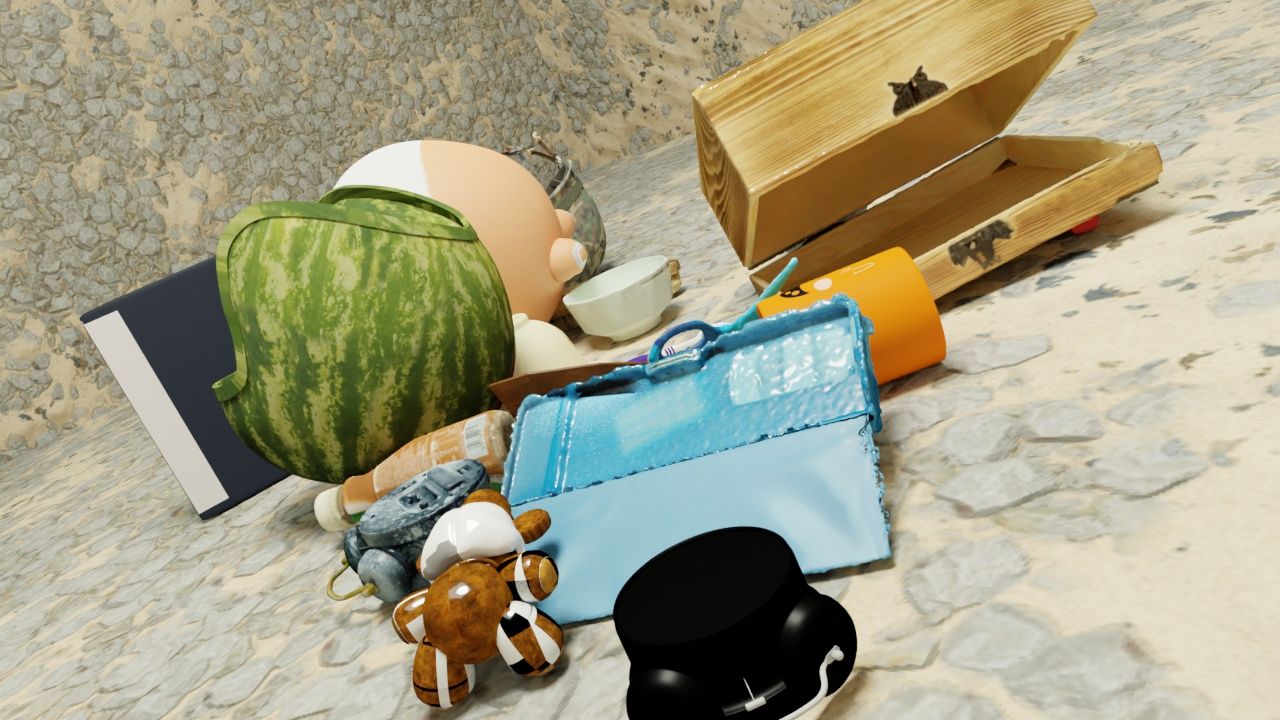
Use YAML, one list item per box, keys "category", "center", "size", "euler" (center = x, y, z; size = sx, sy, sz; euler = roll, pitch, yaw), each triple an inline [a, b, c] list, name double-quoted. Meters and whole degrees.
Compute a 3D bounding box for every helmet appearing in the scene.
- category: "helmet"
  center: [-0.227, -0.013, 0.773]
  size: [0.243, 0.247, 0.213]
  euler: [14, 16, -2]
- category: "helmet"
  center: [-0.162, -0.201, 1.297]
  size: [0.192, 0.236, 0.225]
  euler: [-45, 26, -18]

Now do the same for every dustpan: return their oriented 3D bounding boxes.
- category: "dustpan"
  center: [-0.405, -0.003, 0.995]
  size: [0.272, 0.236, 0.080]
  euler: [-31, 17, -26]

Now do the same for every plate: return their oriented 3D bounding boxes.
- category: "plate"
  center: [-0.052, 0.025, 0.713]
  size: [0.131, 0.025, 0.131]
  euler: [-8, -7, -1]

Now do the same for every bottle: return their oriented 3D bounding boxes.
- category: "bottle"
  center: [-0.167, 0.089, 0.687]
  size: [0.167, 0.059, 0.059]
  euler: [-20, 16, 13]

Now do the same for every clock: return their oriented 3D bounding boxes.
- category: "clock"
  center: [-0.145, 0.112, 0.595]
  size: [0.129, 0.052, 0.090]
  euler: [-29, 17, -22]
- category: "clock"
  center: [0.035, 0.111, 0.365]
  size: [0.091, 0.042, 0.120]
  euler: [-24, 16, -2]

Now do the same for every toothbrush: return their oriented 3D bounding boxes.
- category: "toothbrush"
  center: [-0.005, 0.005, 0.816]
  size: [0.187, 0.015, 0.016]
  euler: [-23, 11, 3]

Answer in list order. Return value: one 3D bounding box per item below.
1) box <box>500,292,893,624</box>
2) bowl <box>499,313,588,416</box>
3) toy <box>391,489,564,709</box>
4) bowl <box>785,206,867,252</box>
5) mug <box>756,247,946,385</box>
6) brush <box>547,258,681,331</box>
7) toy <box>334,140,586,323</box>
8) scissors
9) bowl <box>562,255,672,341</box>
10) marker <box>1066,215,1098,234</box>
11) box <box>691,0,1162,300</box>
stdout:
- category: "box"
  center: [0.018, 0.061, 0.505]
  size: [0.232, 0.033, 0.174]
  euler: [-17, 40, 23]
- category: "bowl"
  center: [-0.118, -0.003, 0.889]
  size: [0.118, 0.074, 0.118]
  euler: [-21, 16, 6]
- category: "toy"
  center: [-0.081, 0.111, 0.468]
  size: [0.087, 0.067, 0.112]
  euler: [-22, 21, 6]
- category: "bowl"
  center: [0.180, -0.146, 0.930]
  size: [0.120, 0.066, 0.120]
  euler: [-19, -18, -7]
- category: "mug"
  center: [0.135, -0.015, 0.600]
  size: [0.096, 0.077, 0.112]
  euler: [-22, -15, 5]
- category: "brush"
  center: [-0.040, -0.072, 1.063]
  size: [0.196, 0.043, 0.059]
  euler: [-18, 18, 22]
- category: "toy"
  center: [-0.204, -0.107, 0.999]
  size: [0.280, 0.266, 0.262]
  euler: [-12, 27, -5]
- category: "scissors"
  center: [0.058, -0.019, 0.614]
  size: [0.137, 0.127, 0.012]
  euler: [-52, 51, 19]
- category: "bowl"
  center: [-0.015, -0.058, 0.950]
  size: [0.117, 0.061, 0.117]
  euler: [-22, 16, 6]
- category: "marker"
  center: [0.329, -0.125, 0.760]
  size: [0.023, 0.021, 0.145]
  euler: [6, 15, -6]
- category: "box"
  center: [0.212, -0.149, 0.761]
  size: [0.279, 0.220, 0.258]
  euler: [-29, -7, 2]
